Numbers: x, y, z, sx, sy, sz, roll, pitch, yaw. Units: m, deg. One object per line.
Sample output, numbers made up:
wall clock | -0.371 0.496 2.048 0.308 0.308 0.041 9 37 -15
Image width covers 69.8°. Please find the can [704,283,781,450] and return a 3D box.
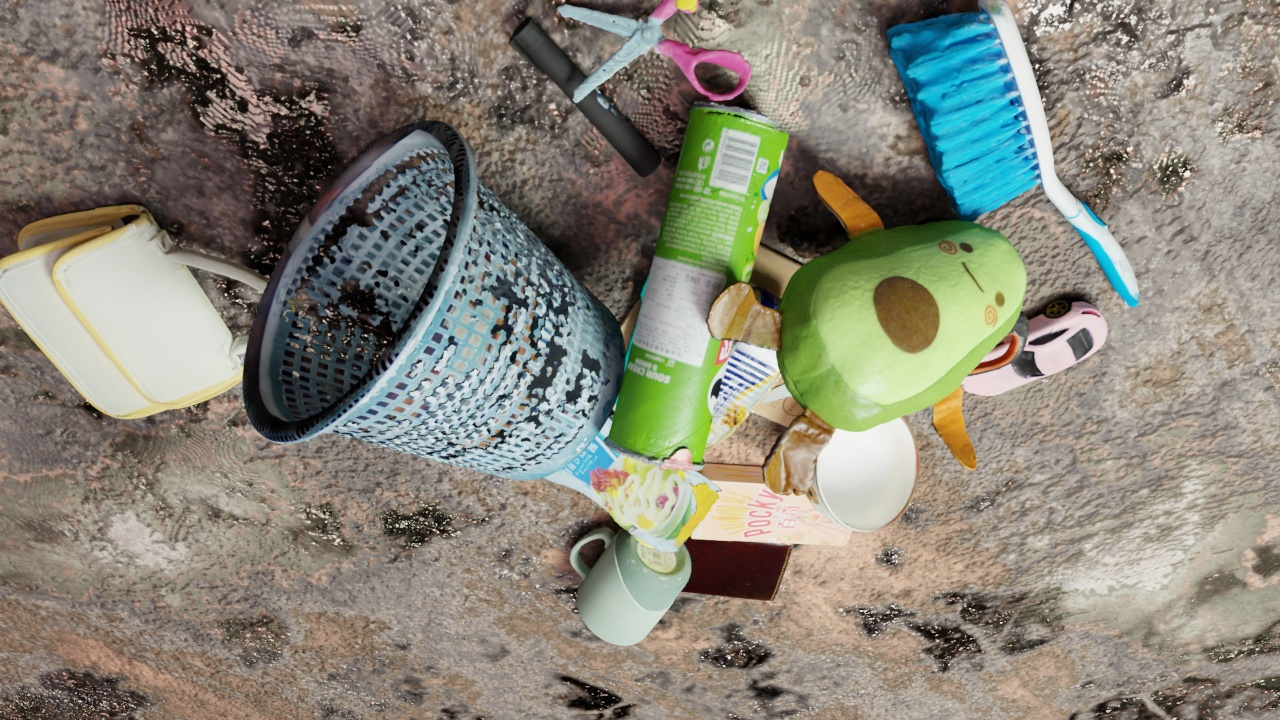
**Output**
can | 0.068 0.006 0.724 0.049 0.074 0.148 27 124 -18

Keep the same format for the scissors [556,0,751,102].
scissors | 0.013 -0.199 0.573 0.133 0.017 0.128 -37 92 16

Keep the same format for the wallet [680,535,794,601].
wallet | 0.089 0.209 0.943 0.122 0.020 0.096 7 125 -6

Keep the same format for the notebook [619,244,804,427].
notebook | 0.097 -0.021 0.755 0.207 0.008 0.148 23 126 -20

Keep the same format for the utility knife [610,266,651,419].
utility knife | -0.004 0.004 0.758 0.029 0.013 0.210 9 126 -12

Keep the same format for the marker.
marker | -0.035 -0.173 0.614 0.022 0.020 0.132 -35 123 22

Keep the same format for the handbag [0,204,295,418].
handbag | -0.362 -0.037 0.696 0.179 0.063 0.163 -13 131 4

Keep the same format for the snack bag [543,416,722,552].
snack bag | -0.031 0.087 0.789 0.191 0.038 0.111 34 134 1

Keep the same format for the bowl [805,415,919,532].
bowl | 0.182 0.091 0.805 0.113 0.113 0.062 27 165 -23

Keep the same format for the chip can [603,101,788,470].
chip can | 0.038 -0.047 0.617 0.072 0.072 0.236 13 97 -12

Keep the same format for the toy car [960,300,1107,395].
toy car | 0.322 -0.006 0.758 0.123 0.037 0.056 -28 124 21

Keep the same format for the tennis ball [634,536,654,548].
tennis ball | 0.018 0.142 0.853 0.065 0.065 0.066 -1 130 -1

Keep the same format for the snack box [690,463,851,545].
snack box | 0.130 0.139 0.880 0.157 0.026 0.085 3 130 -5

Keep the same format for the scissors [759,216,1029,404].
scissors | 0.203 -0.007 0.717 0.222 0.021 0.221 11 113 -12

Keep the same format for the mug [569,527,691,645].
mug | -0.016 0.209 0.907 0.112 0.082 0.107 37 126 9

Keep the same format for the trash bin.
trash bin | -0.126 -0.016 0.638 0.227 0.226 0.195 -34 136 24

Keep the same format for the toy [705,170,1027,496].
toy | 0.165 -0.023 0.618 0.246 0.090 0.227 -28 96 -21

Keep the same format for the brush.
brush | 0.275 -0.122 0.650 0.110 0.060 0.314 -26 129 15
